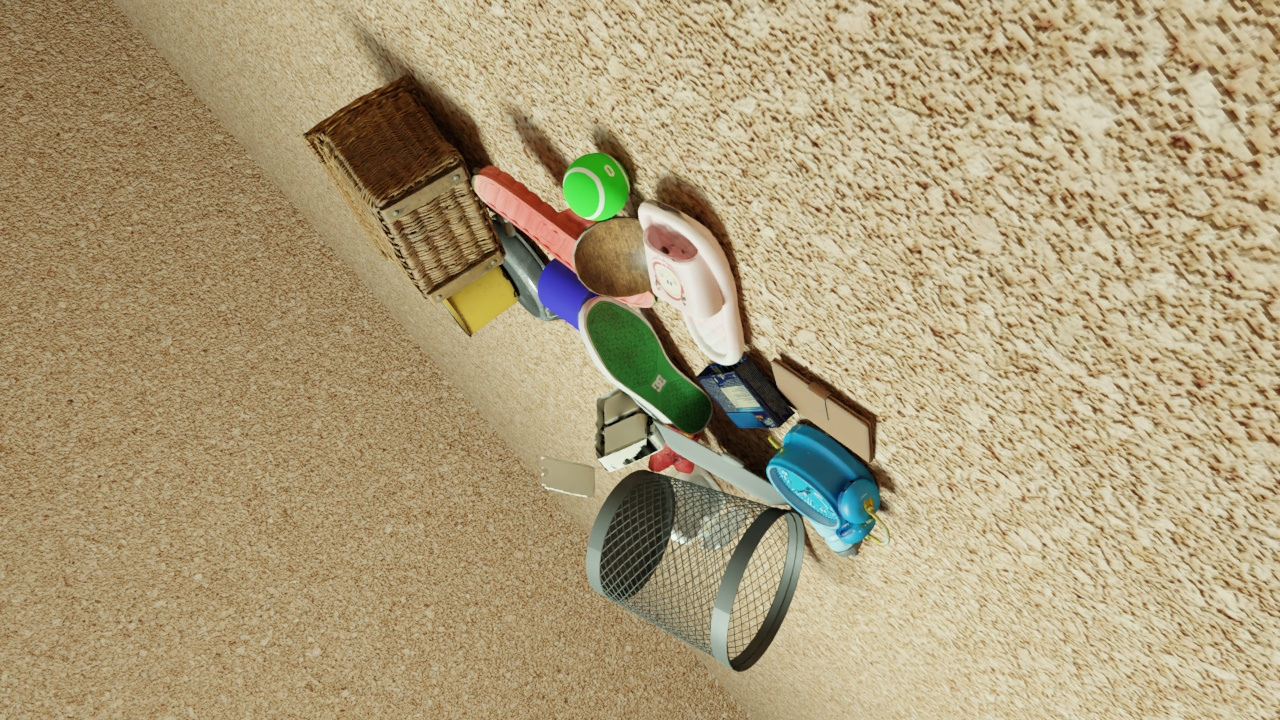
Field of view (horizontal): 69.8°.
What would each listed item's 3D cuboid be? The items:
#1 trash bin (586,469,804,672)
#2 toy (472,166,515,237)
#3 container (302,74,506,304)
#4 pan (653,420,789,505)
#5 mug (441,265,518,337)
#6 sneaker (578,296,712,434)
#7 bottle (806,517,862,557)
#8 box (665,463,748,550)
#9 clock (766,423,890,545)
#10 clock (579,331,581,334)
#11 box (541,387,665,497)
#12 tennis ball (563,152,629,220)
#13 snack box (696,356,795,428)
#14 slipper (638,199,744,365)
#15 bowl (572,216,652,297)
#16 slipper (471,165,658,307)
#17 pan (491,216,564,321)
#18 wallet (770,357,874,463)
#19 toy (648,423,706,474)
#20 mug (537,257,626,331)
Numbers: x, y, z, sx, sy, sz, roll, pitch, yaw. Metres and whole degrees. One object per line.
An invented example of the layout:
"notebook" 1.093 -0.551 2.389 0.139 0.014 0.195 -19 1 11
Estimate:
"trash bin" 0.073 0.272 1.252 0.228 0.217 0.218 17 149 31
"toy" -0.195 -0.213 1.248 0.049 0.030 0.112 55 170 36
"container" -0.298 -0.212 1.231 0.183 0.162 0.250 50 168 36
"pan" 0.104 0.132 1.120 0.216 0.024 0.354 29 175 7
"mug" -0.252 -0.112 1.374 0.100 0.094 0.124 34 158 55
"sneaker" -0.007 0.007 1.156 0.235 0.084 0.079 46 163 -31
"bottle" 0.220 0.184 1.090 0.130 0.040 0.040 52 163 -13
"box" 0.094 0.233 1.406 0.121 0.109 0.137 52 164 -17
"clock" 0.205 0.138 0.986 0.161 0.060 0.117 37 161 29
"clock" -0.046 -0.037 1.227 0.119 0.057 0.083 40 163 24
"box" -0.044 0.117 1.290 0.070 0.187 0.143 56 -162 -30
"tennis ball" -0.043 -0.170 0.899 0.065 0.065 0.065 43 163 16
"snack box" 0.115 0.039 1.030 0.082 0.027 0.150 48 169 -6
"slipper" 0.048 -0.073 0.911 0.107 0.055 0.222 36 161 41
"bowl" -0.020 -0.114 0.960 0.114 0.102 0.026 79 -176 -51
"slipper" -0.073 -0.149 1.037 0.248 0.059 0.104 36 163 -10
"pan" -0.116 -0.079 1.344 0.357 0.055 0.187 45 165 23
"wallet" 0.184 0.050 0.923 0.121 0.013 0.087 37 165 32
"toy" 0.043 0.090 1.320 0.133 0.088 0.094 -122 39 -47
"mug" -0.071 -0.097 1.140 0.083 0.079 0.111 35 132 37
